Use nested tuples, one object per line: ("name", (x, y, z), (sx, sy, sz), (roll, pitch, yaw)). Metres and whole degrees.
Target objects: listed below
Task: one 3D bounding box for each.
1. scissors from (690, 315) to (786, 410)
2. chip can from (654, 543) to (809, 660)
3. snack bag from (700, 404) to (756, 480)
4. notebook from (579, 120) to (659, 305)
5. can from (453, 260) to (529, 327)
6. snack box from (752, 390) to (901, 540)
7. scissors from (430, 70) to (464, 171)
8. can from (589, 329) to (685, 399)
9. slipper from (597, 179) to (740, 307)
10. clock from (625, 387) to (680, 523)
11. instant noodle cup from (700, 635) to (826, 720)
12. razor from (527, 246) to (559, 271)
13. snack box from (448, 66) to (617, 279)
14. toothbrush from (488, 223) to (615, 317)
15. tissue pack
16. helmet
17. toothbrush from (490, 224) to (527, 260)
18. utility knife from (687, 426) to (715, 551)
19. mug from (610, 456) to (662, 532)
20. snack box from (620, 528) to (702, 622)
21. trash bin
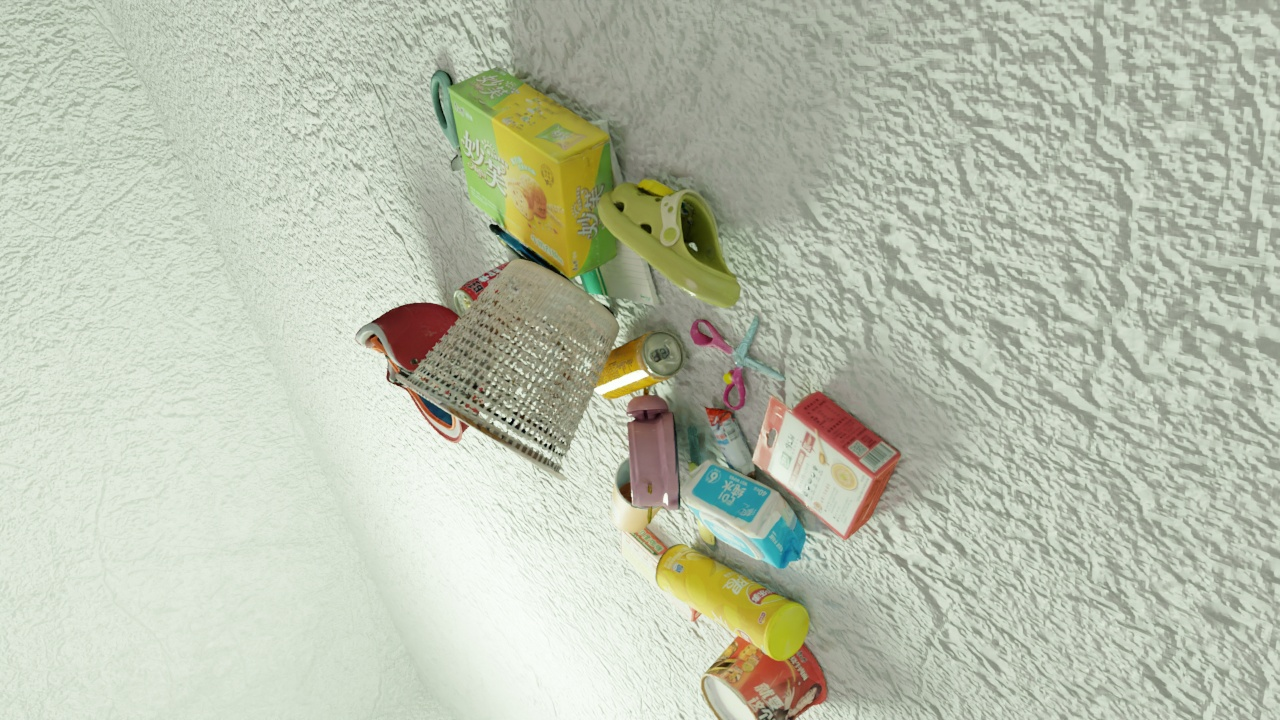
("scissors", (0.098, -0.005, 0.960), (0.135, 0.017, 0.134), (46, 144, 24))
("chip can", (0.112, 0.301, 1.164), (0.214, 0.071, 0.072), (18, 132, 50))
("snack bag", (0.102, 0.093, 1.032), (0.048, 0.026, 0.104), (9, 125, 64))
("notebook", (-0.053, -0.165, 1.042), (0.150, 0.012, 0.209), (14, 129, 52))
("can", (-0.198, -0.088, 1.246), (0.066, 0.093, 0.067), (37, 144, 33))
("snack box", (0.179, 0.096, 0.900), (0.127, 0.044, 0.113), (41, 147, 26))
("scissors", (-0.224, -0.293, 1.174), (0.170, 0.019, 0.179), (1, 119, 57))
("can", (-0.006, 0.006, 1.081), (0.058, 0.058, 0.146), (61, 150, -4))
("slipper", (0.039, -0.124, 0.887), (0.082, 0.091, 0.190), (-55, 51, 16))
("clock", (0.014, 0.105, 1.106), (0.117, 0.060, 0.158), (87, 180, -58))
("instant noodle cup", (0.152, 0.414, 1.169), (0.138, 0.108, 0.138), (36, 144, 33))
("razor", (-0.100, -0.088, 1.174), (0.043, 0.022, 0.143), (-16, 113, 14))
("snack box", (-0.118, -0.208, 1.014), (0.210, 0.069, 0.158), (39, 148, 33))
("toothbrush", (-0.104, -0.103, 1.095), (0.189, 0.014, 0.016), (37, 172, -18))
("tissue pack", (0.114, 0.174, 1.028), (0.140, 0.063, 0.090), (21, 156, 45))
("helmet", (-0.326, 0.005, 1.482), (0.207, 0.143, 0.240), (17, 144, 50))
("toothbrush", (-0.120, -0.100, 1.129), (0.186, 0.012, 0.017), (47, 171, -31))
("utility knife", (0.073, 0.161, 1.144), (0.031, 0.022, 0.213), (28, 145, 41))
("mug", (-0.005, 0.185, 1.231), (0.078, 0.078, 0.123), (48, 153, 17))
("snack box", (0.031, 0.302, 1.329), (0.156, 0.027, 0.077), (38, 145, 32))
("trash bin", (-0.134, 0.000, 1.053), (0.227, 0.192, 0.227), (31, 172, 5))
